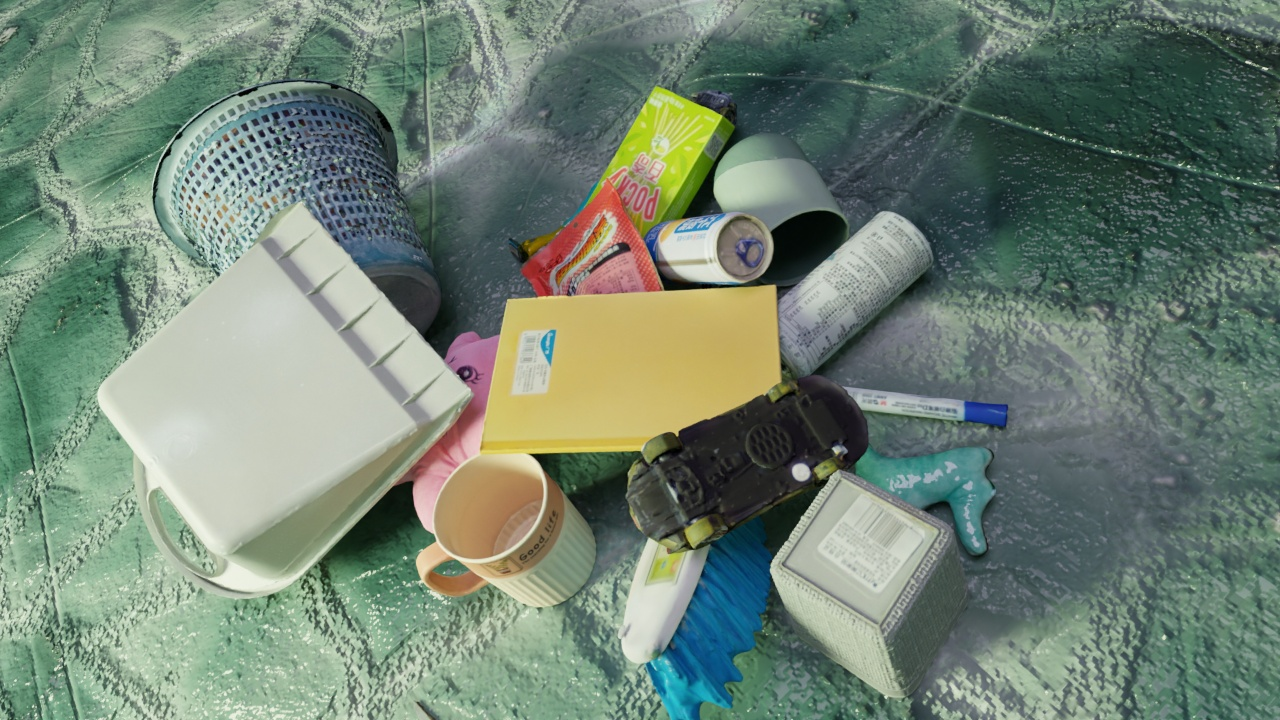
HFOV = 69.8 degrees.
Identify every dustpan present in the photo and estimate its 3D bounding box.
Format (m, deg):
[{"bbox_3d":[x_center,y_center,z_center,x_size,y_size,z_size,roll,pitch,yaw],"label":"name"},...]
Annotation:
[{"bbox_3d":[-0.290,0.054,0.719,0.257,0.143,0.222,-40,76,-16],"label":"dustpan"}]

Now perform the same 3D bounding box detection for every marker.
[{"bbox_3d":[0.186,0.031,0.661,0.146,0.017,0.016,6,61,24],"label":"marker"}]

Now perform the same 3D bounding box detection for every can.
[{"bbox_3d":[0.151,-0.048,0.699,0.146,0.058,0.058,-41,54,-7],"label":"can"},{"bbox_3d":[0.049,-0.087,0.722,0.053,0.053,0.135,-47,20,-12],"label":"can"}]

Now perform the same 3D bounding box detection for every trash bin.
[{"bbox_3d":[-0.286,-0.099,0.820,0.226,0.227,0.195,-34,66,-2],"label":"trash bin"}]

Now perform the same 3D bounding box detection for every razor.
[{"bbox_3d":[-0.065,-0.138,0.858,0.132,0.028,0.043,-40,23,-4],"label":"razor"}]

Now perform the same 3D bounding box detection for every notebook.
[{"bbox_3d":[-0.004,0.004,0.651,0.206,0.010,0.145,-3,50,7],"label":"notebook"}]

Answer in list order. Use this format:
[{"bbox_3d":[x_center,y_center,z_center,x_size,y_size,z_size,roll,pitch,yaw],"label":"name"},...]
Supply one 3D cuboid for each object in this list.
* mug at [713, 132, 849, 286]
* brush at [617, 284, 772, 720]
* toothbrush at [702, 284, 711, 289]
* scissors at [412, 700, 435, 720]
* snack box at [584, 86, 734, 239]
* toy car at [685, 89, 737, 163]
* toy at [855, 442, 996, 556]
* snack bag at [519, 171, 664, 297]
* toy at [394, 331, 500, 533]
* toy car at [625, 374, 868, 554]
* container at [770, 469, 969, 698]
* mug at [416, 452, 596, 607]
[{"bbox_3d":[0.102,-0.118,0.757,0.112,0.082,0.106,-45,48,29],"label":"mug"},{"bbox_3d":[0.051,0.080,0.632,0.061,0.109,0.313,-21,31,38],"label":"brush"},{"bbox_3d":[0.052,-0.027,0.753,0.017,0.014,0.188,-24,48,36],"label":"toothbrush"},{"bbox_3d":[-0.105,0.293,0.607,0.159,0.014,0.177,-25,52,5],"label":"scissors"},{"bbox_3d":[0.008,-0.156,0.809,0.086,0.026,0.156,37,99,35],"label":"snack box"},{"bbox_3d":[0.045,-0.195,0.844,0.054,0.037,0.120,26,79,35],"label":"toy car"},{"bbox_3d":[0.194,0.088,0.615,0.092,0.030,0.096,-15,61,14],"label":"toy"},{"bbox_3d":[-0.031,-0.049,0.759,0.129,0.073,0.207,-47,48,26],"label":"snack bag"},{"bbox_3d":[-0.129,0.041,0.732,0.179,0.074,0.194,17,69,49],"label":"toy"},{"bbox_3d":[0.067,0.063,0.565,0.158,0.042,0.070,-23,67,-11],"label":"toy car"},{"bbox_3d":[0.138,0.133,0.553,0.090,0.114,0.090,28,72,33],"label":"container"},{"bbox_3d":[-0.098,0.130,0.650,0.114,0.106,0.081,-32,53,-1],"label":"mug"}]
